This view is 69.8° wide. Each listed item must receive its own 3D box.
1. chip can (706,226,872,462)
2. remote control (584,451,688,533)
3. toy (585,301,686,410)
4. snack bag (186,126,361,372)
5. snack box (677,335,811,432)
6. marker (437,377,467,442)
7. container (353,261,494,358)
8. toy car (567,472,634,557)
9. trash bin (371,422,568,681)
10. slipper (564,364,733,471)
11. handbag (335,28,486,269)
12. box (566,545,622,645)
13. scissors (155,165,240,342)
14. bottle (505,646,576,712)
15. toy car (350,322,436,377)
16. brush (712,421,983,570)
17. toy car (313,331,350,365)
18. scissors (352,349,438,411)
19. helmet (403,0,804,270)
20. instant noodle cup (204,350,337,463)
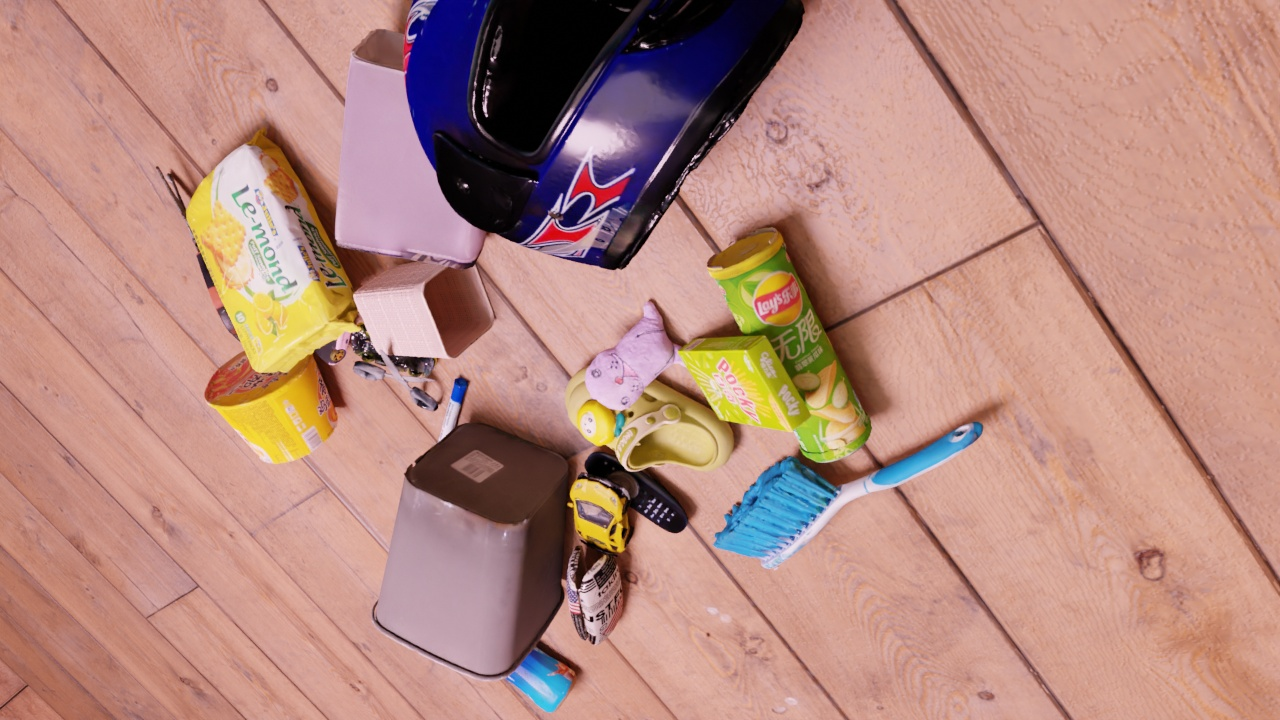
[{"bbox_3d":[0.140,-0.009,0.840,0.073,0.072,0.221,-18,111,34],"label":"chip can"},{"bbox_3d":[-0.002,0.146,1.042,0.136,0.024,0.053,36,135,2],"label":"remote control"},{"bbox_3d":[-0.005,0.005,0.924,0.108,0.039,0.084,-41,99,-2],"label":"toy"},{"bbox_3d":[-0.411,-0.114,1.029,0.158,0.068,0.246,-27,87,34],"label":"snack bag"},{"bbox_3d":[0.093,0.019,0.852,0.086,0.026,0.156,58,164,-12],"label":"snack box"},{"bbox_3d":[-0.233,0.077,1.120,0.017,0.016,0.146,29,129,7],"label":"marker"},{"bbox_3d":[-0.236,-0.057,0.990,0.111,0.090,0.090,0,120,30],"label":"container"},{"bbox_3d":[-0.047,0.177,1.054,0.071,0.041,0.156,21,148,13],"label":"toy car"},{"bbox_3d":[-0.192,0.214,1.085,0.199,0.198,0.220,20,121,14],"label":"trash bin"},{"bbox_3d":[0.003,0.070,0.957,0.190,0.081,0.092,21,125,10],"label":"slipper"},{"bbox_3d":[-0.206,-0.196,0.876,0.145,0.098,0.197,17,127,-4],"label":"handbag"},{"bbox_3d":[-0.071,0.289,1.129,0.081,0.074,0.164,24,144,22],"label":"box"},{"bbox_3d":[-0.515,-0.119,1.095,0.189,0.015,0.222,59,170,38],"label":"scissors"},{"bbox_3d":[-0.192,0.401,1.278,0.218,0.065,0.065,36,129,1],"label":"bottle"},{"bbox_3d":[-0.288,-0.015,1.078,0.105,0.032,0.048,18,127,5],"label":"toy car"},{"bbox_3d":[0.191,0.125,0.907,0.109,0.060,0.316,32,133,-3],"label":"brush"},{"bbox_3d":[-0.364,-0.049,1.088,0.056,0.037,0.123,39,131,16],"label":"toy car"},{"bbox_3d":[-0.276,0.019,1.049,0.159,0.014,0.181,17,158,21],"label":"scissors"},{"bbox_3d":[-0.048,-0.213,0.665,0.240,0.246,0.316,36,162,-5],"label":"helmet"},{"bbox_3d":[-0.452,0.053,1.147,0.138,0.137,0.110,3,130,25],"label":"instant noodle cup"}]
